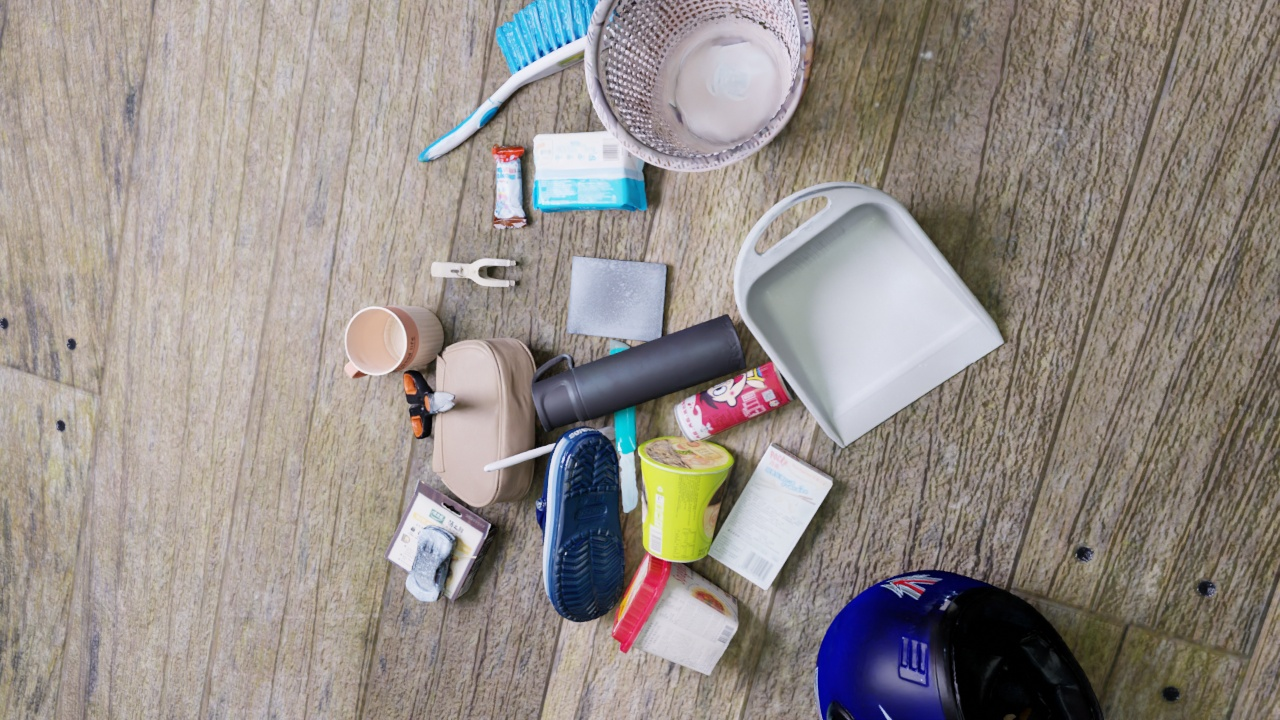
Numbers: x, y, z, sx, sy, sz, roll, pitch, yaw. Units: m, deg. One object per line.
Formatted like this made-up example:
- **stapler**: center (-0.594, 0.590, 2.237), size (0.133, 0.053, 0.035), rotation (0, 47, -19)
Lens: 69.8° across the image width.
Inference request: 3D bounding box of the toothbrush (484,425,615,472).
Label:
- **toothbrush**: center (-0.104, 0.107, 1.089), size (0.016, 0.179, 0.016), rotation (0, 102, 56)

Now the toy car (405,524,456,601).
- **toy car**: center (-0.265, 0.258, 1.153), size (0.049, 0.031, 0.106), rotation (21, 106, 15)

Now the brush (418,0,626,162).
- **brush**: center (-0.155, -0.348, 1.105), size (0.315, 0.060, 0.109), rotation (-19, 94, 18)

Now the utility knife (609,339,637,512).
- **utility knife**: center (-0.019, 0.073, 1.081), size (0.029, 0.013, 0.219), rotation (-6, 64, 5)

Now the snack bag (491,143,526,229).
- **snack bag**: center (-0.162, -0.215, 1.131), size (0.045, 0.026, 0.105), rotation (1, 98, 11)

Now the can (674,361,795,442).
- **can**: center (0.109, 0.049, 1.071), size (0.133, 0.053, 0.053), rotation (-25, 89, 16)

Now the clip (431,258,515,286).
- **clip**: center (-0.206, -0.111, 1.146), size (0.100, 0.074, 0.035), rotation (2, 97, 10)

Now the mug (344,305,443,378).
- **mug**: center (-0.315, -0.018, 1.148), size (0.115, 0.105, 0.081), rotation (-40, 85, 15)

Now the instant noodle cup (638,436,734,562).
- **instant noodle cup**: center (0.048, 0.165, 1.078), size (0.112, 0.111, 0.123), rotation (9, 106, 14)

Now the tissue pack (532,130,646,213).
- **tissue pack**: center (-0.062, -0.221, 1.084), size (0.140, 0.063, 0.090), rotation (0, 94, 13)

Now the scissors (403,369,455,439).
- **scissors**: center (-0.247, 0.065, 1.103), size (0.021, 0.235, 0.139), rotation (-11, 112, -26)

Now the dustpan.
- **dustpan**: center (0.227, -0.058, 0.986), size (0.223, 0.142, 0.257), rotation (-36, 84, 15)

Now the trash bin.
- **trash bin**: center (0.076, -0.305, 0.972), size (0.228, 0.192, 0.227), rotation (1, 96, 15)

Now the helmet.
- **helmet**: center (0.317, 0.378, 0.951), size (0.241, 0.246, 0.315), rotation (-37, 77, 54)

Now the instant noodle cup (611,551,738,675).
- **instant noodle cup**: center (0.044, 0.301, 1.089), size (0.124, 0.116, 0.117), rotation (28, 102, -1)

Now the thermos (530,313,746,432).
- **thermos**: center (-0.006, 0.006, 1.062), size (0.242, 0.068, 0.090), rotation (-18, 64, 0)

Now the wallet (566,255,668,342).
- **wallet**: center (-0.028, -0.074, 1.115), size (0.121, 0.019, 0.097), rotation (7, 99, 13)

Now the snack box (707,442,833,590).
- **snack box**: center (0.153, 0.185, 1.087), size (0.085, 0.026, 0.157), rotation (31, 102, 10)

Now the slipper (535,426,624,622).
- **slipper**: center (-0.082, 0.196, 1.105), size (0.095, 0.105, 0.253), rotation (27, 122, 52)

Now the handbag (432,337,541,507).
- **handbag**: center (-0.188, 0.072, 1.128), size (0.148, 0.099, 0.204), rotation (10, 99, 40)

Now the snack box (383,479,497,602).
- **snack box**: center (-0.254, 0.228, 1.184), size (0.113, 0.053, 0.126), rotation (30, 101, 10)
